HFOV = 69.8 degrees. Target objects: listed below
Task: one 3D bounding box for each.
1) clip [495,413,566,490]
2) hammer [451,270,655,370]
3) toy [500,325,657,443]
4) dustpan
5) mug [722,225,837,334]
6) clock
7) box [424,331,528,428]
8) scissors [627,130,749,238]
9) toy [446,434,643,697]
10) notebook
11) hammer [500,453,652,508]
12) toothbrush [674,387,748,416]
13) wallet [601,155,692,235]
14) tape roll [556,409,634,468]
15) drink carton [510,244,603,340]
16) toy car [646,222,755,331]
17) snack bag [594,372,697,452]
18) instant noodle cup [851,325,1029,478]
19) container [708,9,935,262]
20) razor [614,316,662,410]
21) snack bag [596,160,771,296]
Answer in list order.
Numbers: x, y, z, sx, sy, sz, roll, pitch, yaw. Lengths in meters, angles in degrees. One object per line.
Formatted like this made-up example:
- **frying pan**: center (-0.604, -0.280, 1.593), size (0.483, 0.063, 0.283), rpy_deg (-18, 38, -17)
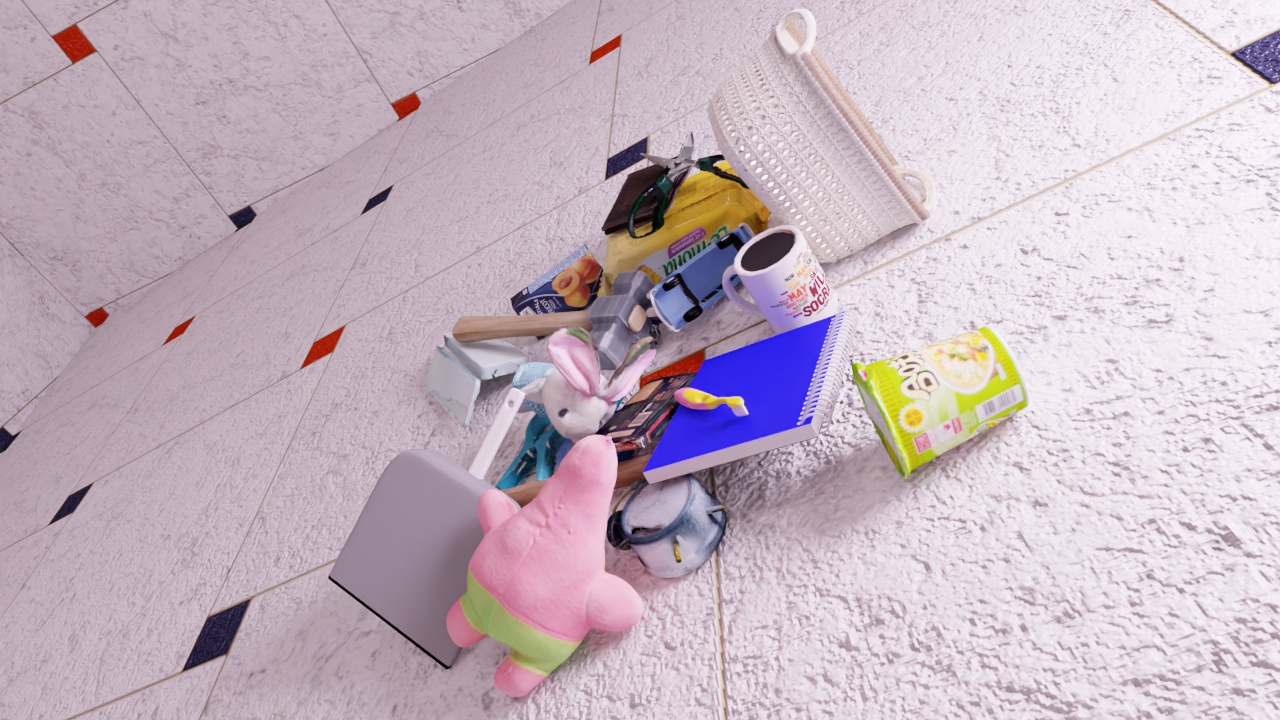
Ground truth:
- **clip**: center (-0.100, 0.096, 1.021), size (0.113, 0.028, 0.126), rpy_deg (-17, 36, 22)
- **hammer**: center (-0.123, -0.044, 1.143), size (0.324, 0.051, 0.117), rpy_deg (-1, 52, 41)
- **toy**: center (-0.087, 0.039, 0.983), size (0.206, 0.131, 0.105), rpy_deg (-20, 66, 46)
- **dustpan**: center (-0.183, 0.142, 0.897), size (0.163, 0.033, 0.257), rpy_deg (29, 93, 22)
- **mug**: center (0.137, -0.078, 0.944), size (0.105, 0.089, 0.073), rpy_deg (-11, 40, 37)
- **clock**: center (0.020, 0.140, 0.816), size (0.090, 0.052, 0.130), rpy_deg (-48, 28, -18)
- **box**: center (-0.228, 0.014, 1.246), size (0.125, 0.075, 0.197), rpy_deg (-61, 30, 0)
- **scissors**: center (0.073, -0.221, 1.120), size (0.204, 0.015, 0.201), rpy_deg (0, 52, 24)
- **toy**: center (-0.079, 0.167, 0.790), size (0.192, 0.096, 0.237), rpy_deg (33, 103, 28)
- **notebook**: center (0.108, 0.029, 0.848), size (0.172, 0.022, 0.208), rpy_deg (-20, 19, 29)
- **hammer**: center (-0.093, 0.132, 0.926), size (0.329, 0.098, 0.052), rpy_deg (-15, 36, 19)
- **toothbrush**: center (0.063, 0.037, 0.842), size (0.021, 0.016, 0.136), rpy_deg (-38, 15, -16)
- **wallet**: center (0.007, -0.216, 1.189), size (0.100, 0.031, 0.119), rpy_deg (-11, 42, 41)
- **tape roll**: center (-0.047, 0.095, 0.973), size (0.091, 0.016, 0.092), rpy_deg (-23, 34, 23)
- **drink carton**: center (-0.107, -0.092, 1.236), size (0.130, 0.064, 0.040), rpy_deg (-35, 26, 4)
- **toy car**: center (0.075, -0.095, 1.056), size (0.153, 0.056, 0.055), rpy_deg (-38, 11, -15)
- **snack bag**: center (0.005, 0.052, 0.927), size (0.075, 0.018, 0.154), rpy_deg (-12, 17, 33)
- **instant noodle cup**: center (0.234, 0.027, 0.714), size (0.108, 0.099, 0.098), rpy_deg (-24, 32, 6)
- **container**: center (0.185, -0.222, 0.955), size (0.143, 0.246, 0.184), rpy_deg (-35, 33, 21)
- **razor**: center (-0.006, 0.006, 1.049), size (0.042, 0.022, 0.143), rpy_deg (-2, 50, 42)
- **snack bag**: center (0.055, -0.172, 1.175), size (0.248, 0.068, 0.159), rpy_deg (-23, 33, 23)
